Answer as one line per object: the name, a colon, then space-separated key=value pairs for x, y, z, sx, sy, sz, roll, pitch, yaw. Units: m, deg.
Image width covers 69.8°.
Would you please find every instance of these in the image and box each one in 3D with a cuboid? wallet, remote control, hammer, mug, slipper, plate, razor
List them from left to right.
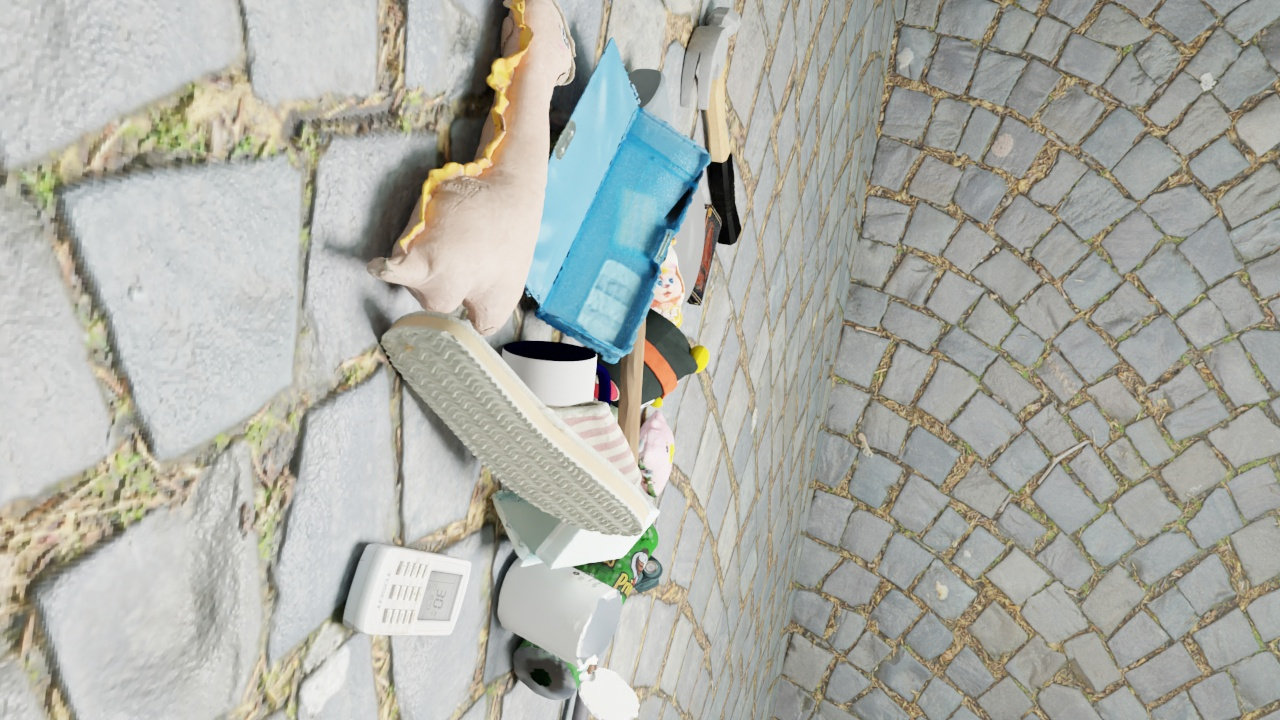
remote control: x=-0.168 y=0.169 z=0.673 sx=0.138 sy=0.025 sz=0.060 roll=46 pitch=57 yaw=-67
slipper: x=-0.077 y=0.046 z=0.668 sx=0.263 sy=0.115 sz=0.052 roll=50 pitch=48 yaw=-37
mug: x=-0.069 y=0.037 z=0.784 sx=0.111 sy=0.079 sz=0.097 roll=-7 pitch=108 yaw=-45
hammer: x=-0.054 y=0.334 z=1.070 sx=0.156 sy=0.043 sz=0.322 roll=36 pitch=63 yaw=-69
hammer: x=-0.006 y=-0.027 z=0.867 sx=0.098 sy=0.052 sz=0.327 roll=79 pitch=13 yaw=-62
razor: x=0.000 y=0.251 z=1.124 sx=0.143 sy=0.047 sz=0.052 roll=109 pitch=-40 yaw=-84
plate: x=0.040 y=-0.143 z=1.107 sx=0.178 sy=0.012 sz=0.178 roll=10 pitch=90 yaw=-67
wallet: x=0.079 y=-0.141 z=1.220 sx=0.072 sy=0.019 sz=0.123 roll=38 pitch=64 yaw=-64
hammer: x=0.102 y=-0.279 z=1.190 sx=0.329 sy=0.039 sz=0.130 roll=76 pitch=32 yaw=-51

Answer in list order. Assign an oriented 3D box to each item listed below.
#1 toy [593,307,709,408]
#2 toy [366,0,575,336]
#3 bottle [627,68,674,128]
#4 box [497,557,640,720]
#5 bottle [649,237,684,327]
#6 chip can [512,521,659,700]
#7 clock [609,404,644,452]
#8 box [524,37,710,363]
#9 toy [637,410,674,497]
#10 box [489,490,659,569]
toy: x=-0.005 y=0.006 z=0.950 sx=0.119 sy=0.098 sz=0.099 roll=-46 pitch=104 yaw=-19
toy: x=-0.104 y=-0.153 z=0.635 sx=0.196 sy=0.065 sz=0.264 roll=27 pitch=71 yaw=-70
bottle: x=0.011 y=-0.214 z=0.948 sx=0.161 sy=0.046 sz=0.072 roll=74 pitch=32 yaw=-52
box: x=-0.057 y=0.254 z=0.839 sx=0.084 sy=0.160 sz=0.118 roll=12 pitch=95 yaw=-64
bottle: x=0.018 y=-0.083 z=1.011 sx=0.063 sy=0.063 sz=0.109 roll=-37 pitch=134 yaw=-63
chip can: x=-0.054 y=0.249 z=0.966 sx=0.222 sy=0.075 sz=0.075 roll=-54 pitch=148 yaw=-50
clock: x=-0.037 y=0.099 z=0.983 sx=0.119 sy=0.042 sz=0.094 roll=62 pitch=41 yaw=-62
box: x=-0.034 y=-0.137 z=0.804 sx=0.173 sy=0.066 sz=0.231 roll=42 pitch=62 yaw=-39
toy: x=0.016 y=0.111 z=1.128 sx=0.102 sy=0.050 sz=0.093 roll=79 pitch=23 yaw=-52
box: x=-0.066 y=0.146 z=0.867 sx=0.086 sy=0.096 sz=0.198 roll=-53 pitch=159 yaw=3
